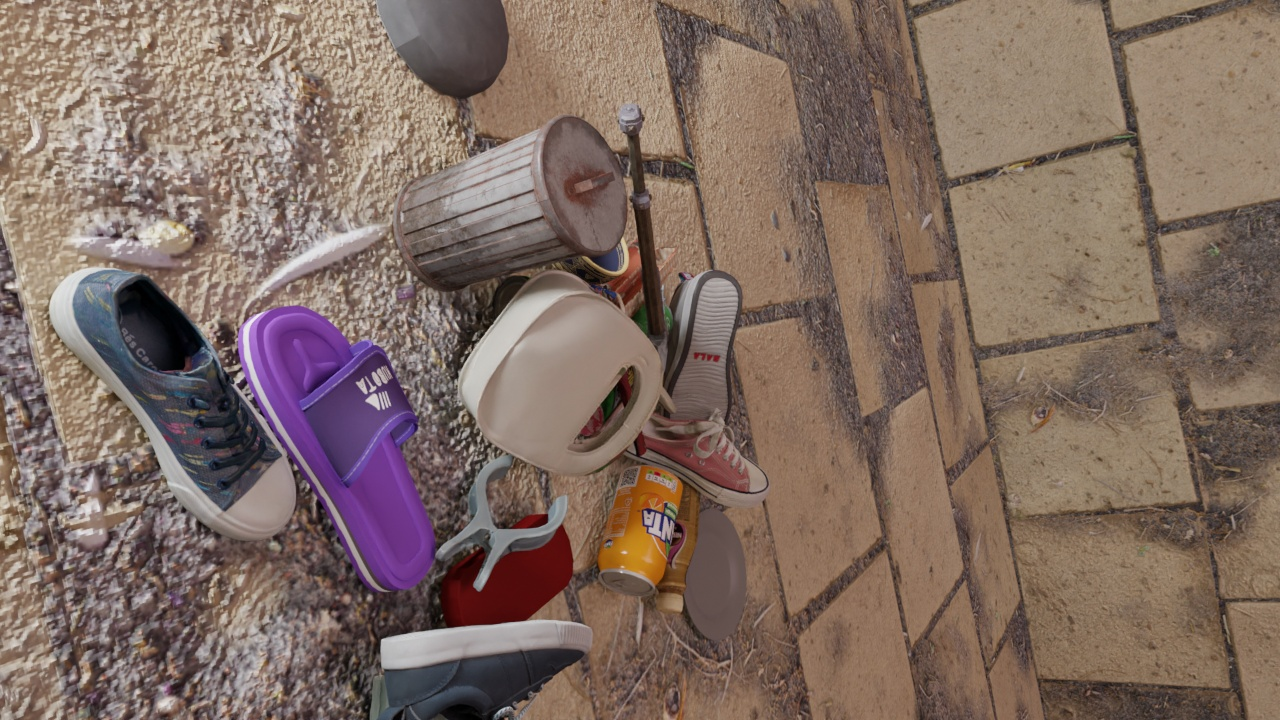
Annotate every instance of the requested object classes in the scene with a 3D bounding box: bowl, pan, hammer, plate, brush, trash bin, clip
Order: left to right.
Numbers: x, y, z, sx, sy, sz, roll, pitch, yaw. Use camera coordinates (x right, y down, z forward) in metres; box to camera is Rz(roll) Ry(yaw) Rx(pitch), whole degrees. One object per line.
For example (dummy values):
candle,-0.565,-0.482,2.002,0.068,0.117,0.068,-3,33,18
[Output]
pan,-0.208,-0.462,0.995,0.178,0.041,0.357,10,73,-55
brush,-0.135,0.217,0.915,0.173,0.042,0.082,-29,105,-55
trash bin,-0.120,-0.146,0.884,0.130,0.212,0.130,21,64,-52
clip,-0.112,0.171,0.890,0.141,0.029,0.171,30,32,-3
bowl,-0.074,-0.134,1.079,0.112,0.061,0.112,35,37,-33
brush,-0.017,0.049,1.103,0.015,0.050,0.135,42,59,-4
hammer,0.006,-0.125,0.960,0.317,0.028,0.146,81,5,-48
plate,0.099,0.296,1.273,0.178,0.012,0.178,21,64,-52

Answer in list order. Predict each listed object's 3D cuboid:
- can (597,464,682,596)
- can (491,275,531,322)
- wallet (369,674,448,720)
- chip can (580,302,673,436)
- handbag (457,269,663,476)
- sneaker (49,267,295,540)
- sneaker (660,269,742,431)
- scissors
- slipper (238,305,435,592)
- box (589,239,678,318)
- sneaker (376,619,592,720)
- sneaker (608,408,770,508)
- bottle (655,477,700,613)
can,-0.001,0.199,1.088,0.079,0.079,0.142,48,44,-38
can,-0.101,-0.056,1.020,0.120,0.067,0.067,4,78,-56
wallet,-0.195,0.335,0.785,0.100,0.054,0.131,41,46,-54
chip can,-0.032,-0.001,1.105,0.222,0.076,0.075,-52,124,-50
handbag,-0.073,0.019,0.950,0.199,0.093,0.200,40,88,-34
sneaker,-0.315,0.030,0.662,0.235,0.079,0.087,63,37,-24
sneaker,0.063,0.003,1.238,0.096,0.129,0.263,3,102,-19
scissors,-0.008,0.017,1.052,0.179,0.015,0.193,21,64,-53
slipper,-0.223,0.069,0.770,0.266,0.084,0.107,70,24,-16
box,-0.015,-0.103,1.167,0.186,0.083,0.043,-52,143,-51
sneaker,-0.126,0.273,0.795,0.235,0.089,0.087,12,68,-49
sneaker,0.078,0.107,1.153,0.241,0.088,0.118,26,34,-25
bottle,0.043,0.234,1.161,0.059,0.060,0.165,32,55,-48
